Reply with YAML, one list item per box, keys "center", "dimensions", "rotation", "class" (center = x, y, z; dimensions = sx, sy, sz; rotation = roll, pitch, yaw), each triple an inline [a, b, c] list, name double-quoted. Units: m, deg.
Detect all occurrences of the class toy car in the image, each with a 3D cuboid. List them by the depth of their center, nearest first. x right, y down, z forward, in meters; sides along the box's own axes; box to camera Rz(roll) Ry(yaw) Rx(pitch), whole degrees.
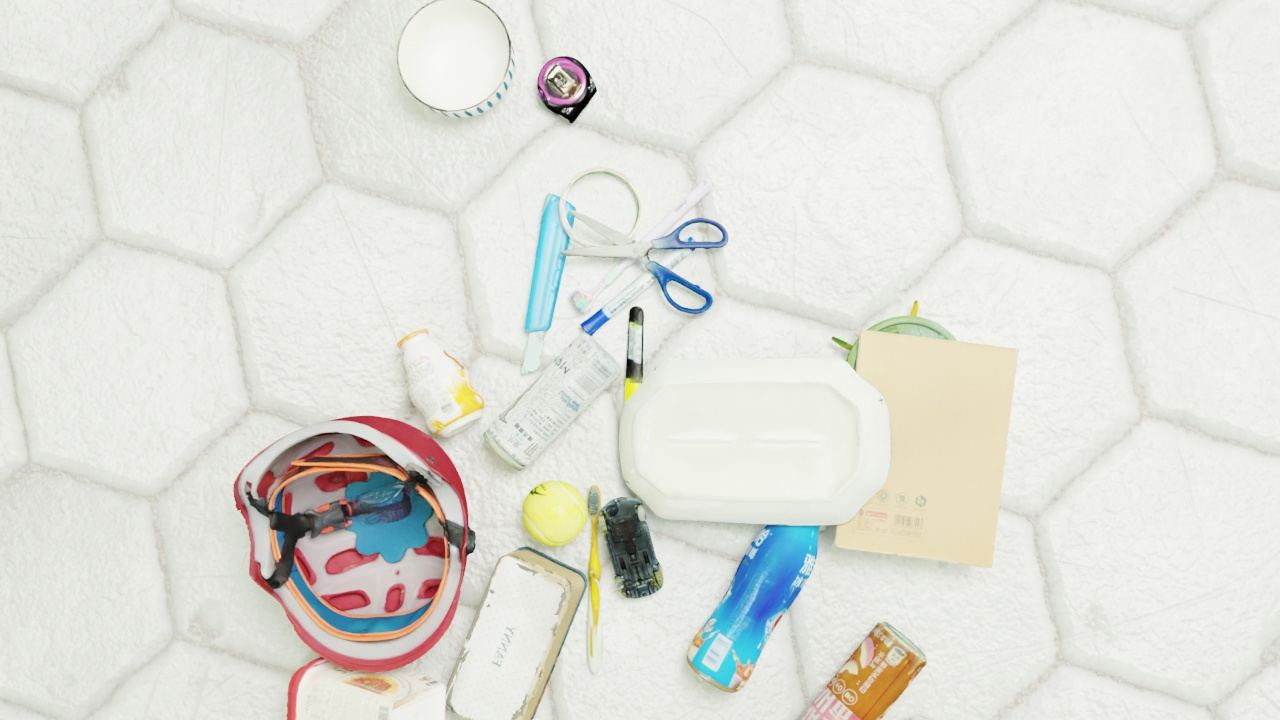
- center: [-0.010, 0.187, 0.924]
  dimensions: [0.049, 0.031, 0.105]
  rotation: [-15, 95, 0]
  class: "toy car"

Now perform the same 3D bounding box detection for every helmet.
- center: [-0.259, 0.161, 0.893]
  dimensions: [0.207, 0.143, 0.240]
  rotation: [-11, 101, 4]
  class: "helmet"

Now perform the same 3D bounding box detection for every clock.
- center: [0.263, 0.031, 0.897]
  dimensions: [0.116, 0.056, 0.161]
  rotation: [-24, 87, 4]
  class: "clock"

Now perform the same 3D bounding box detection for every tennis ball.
- center: [-0.085, 0.152, 0.915]
  dimensions: [0.065, 0.065, 0.065]
  rotation: [0, 88, 4]
  class: "tennis ball"

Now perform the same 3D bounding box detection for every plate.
- center: [0.102, 0.076, 0.875]
  dimensions: [0.266, 0.034, 0.162]
  rotation: [0, 86, 17]
  class: "plate"

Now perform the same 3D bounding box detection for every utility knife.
- center: [-0.098, -0.078, 0.945]
  dimensions: [0.034, 0.018, 0.187]
  rotation: [11, 88, -3]
  class: "utility knife"

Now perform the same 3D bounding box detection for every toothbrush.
- center: [-0.047, 0.223, 0.933]
  dimensions: [0.016, 0.018, 0.191]
  rotation: [0, 88, 6]
  class: "toothbrush"
- center: [0.003, -0.120, 0.939]
  dimensions: [0.189, 0.021, 0.029]
  rotation: [-43, 66, 0]
  class: "toothbrush"

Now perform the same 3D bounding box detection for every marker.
- center: [-0.001, -0.077, 0.940]
  dimensions: [0.146, 0.017, 0.017]
  rotation: [-39, 86, 2]
  class: "marker"
- center: [-0.006, 0.005, 0.940]
  dimensions: [0.018, 0.015, 0.124]
  rotation: [1, 85, 13]
  class: "marker"

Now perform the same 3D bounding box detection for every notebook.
- center: [0.268, 0.082, 0.863]
  dimensions: [0.148, 0.008, 0.207]
  rotation: [7, 89, 4]
  class: "notebook"

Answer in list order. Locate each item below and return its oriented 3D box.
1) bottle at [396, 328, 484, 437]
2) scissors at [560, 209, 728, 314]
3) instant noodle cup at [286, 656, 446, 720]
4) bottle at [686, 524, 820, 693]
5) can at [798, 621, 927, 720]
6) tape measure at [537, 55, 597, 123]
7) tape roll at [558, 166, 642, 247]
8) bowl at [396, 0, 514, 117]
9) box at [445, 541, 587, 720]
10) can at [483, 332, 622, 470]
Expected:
- center: [-0.206, 0.022, 0.929]
  dimensions: [0.063, 0.063, 0.108]
  rotation: [-31, 87, 3]
  class: "bottle"
- center: [0.010, -0.102, 0.923]
  dimensions: [0.163, 0.012, 0.160]
  rotation: [-23, 95, 2]
  class: "scissors"
- center: [-0.260, 0.345, 0.884]
  dimensions: [0.124, 0.116, 0.116]
  rotation: [1, 88, 29]
  class: "instant noodle cup"
- center: [0.124, 0.216, 0.899]
  dimensions: [0.065, 0.065, 0.218]
  rotation: [30, 90, 5]
  class: "bottle"
- center: [0.211, 0.327, 0.891]
  dimensions: [0.058, 0.058, 0.147]
  rotation: [39, 91, 4]
  class: "can"
- center: [-0.077, -0.281, 0.940]
  dimensions: [0.058, 0.039, 0.057]
  rotation: [40, 92, 5]
  class: "tape measure"
- center: [-0.040, -0.155, 0.937]
  dimensions: [0.085, 0.014, 0.086]
  rotation: [0, 88, -9]
  class: "tape roll"
- center: [-0.182, -0.302, 0.936]
  dimensions: [0.116, 0.066, 0.116]
  rotation: [0, 88, 5]
  class: "bowl"
- center: [-0.122, 0.272, 0.912]
  dimensions: [0.090, 0.061, 0.184]
  rotation: [24, 89, 14]
  class: "box"
- center: [-0.088, 0.041, 0.922]
  dimensions: [0.147, 0.058, 0.058]
  rotation: [-45, 86, 2]
  class: "can"
